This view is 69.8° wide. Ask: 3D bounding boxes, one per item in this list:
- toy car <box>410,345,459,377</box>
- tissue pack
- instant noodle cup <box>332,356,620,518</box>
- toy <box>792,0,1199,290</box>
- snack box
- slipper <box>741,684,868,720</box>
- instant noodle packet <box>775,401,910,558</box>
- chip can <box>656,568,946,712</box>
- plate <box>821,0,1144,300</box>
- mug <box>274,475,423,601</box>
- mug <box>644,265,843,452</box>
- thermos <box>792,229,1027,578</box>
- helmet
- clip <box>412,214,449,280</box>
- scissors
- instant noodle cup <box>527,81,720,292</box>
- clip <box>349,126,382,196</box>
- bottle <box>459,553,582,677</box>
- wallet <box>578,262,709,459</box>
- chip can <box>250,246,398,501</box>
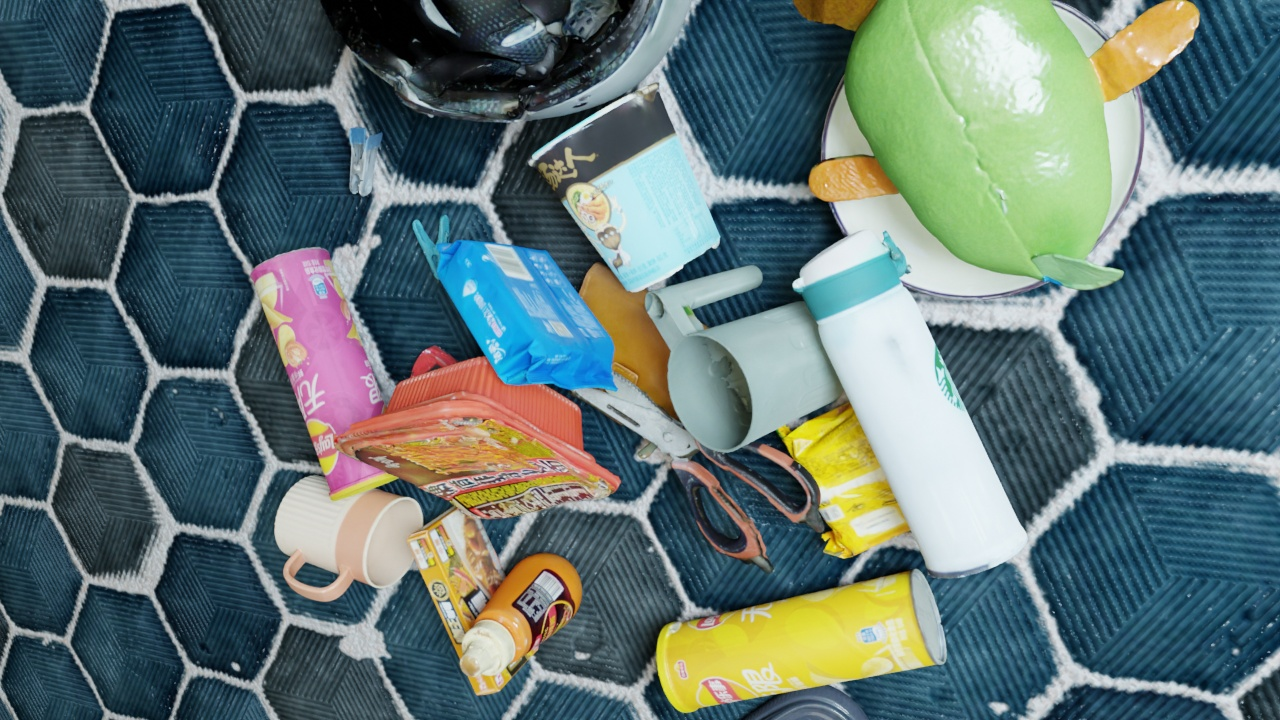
[{"bbox_3d":[-0.191,0.038,0.810,0.049,0.031,0.106,39,116,10],"label":"toy car"},{"bbox_3d":[-0.086,-0.032,0.690,0.052,0.094,0.157,-51,59,26],"label":"tissue pack"},{"bbox_3d":[-0.126,0.061,0.724,0.165,0.188,0.079,-14,58,33],"label":"instant noodle cup"},{"bbox_3d":[0.190,-0.148,0.526,0.228,0.089,0.247,-19,106,43],"label":"toy"},{"bbox_3d":[-0.147,0.207,0.810,0.026,0.075,0.154,-21,95,25],"label":"snack box"},{"bbox_3d":[0.080,0.372,0.759,0.110,0.083,0.269,43,113,9],"label":"slipper"},{"bbox_3d":[0.173,0.075,0.664,0.129,0.044,0.110,-26,87,22],"label":"instant noodle packet"},{"bbox_3d":[0.120,0.219,0.708,0.214,0.071,0.072,-20,95,24],"label":"chip can"},{"bbox_3d":[0.217,-0.136,0.595,0.193,0.039,0.192,6,106,20],"label":"plate"},{"bbox_3d":[-0.273,0.164,0.832,0.106,0.114,0.082,11,135,21],"label":"mug"},{"bbox_3d":[0.074,-0.008,0.642,0.124,0.103,0.084,60,144,15],"label":"mug"},{"bbox_3d":[0.174,0.024,0.596,0.073,0.073,0.224,-25,91,25],"label":"thermos"},{"bbox_3d":[-0.073,-0.273,0.614,0.274,0.156,0.230,19,109,29],"label":"helmet"},{"bbox_3d":[-0.174,-0.095,0.778,0.033,0.013,0.054,-4,100,24],"label":"clip"},{"bbox_3d":[0.034,0.077,0.699,0.202,0.015,0.206,-8,102,30],"label":"scissors"},{"bbox_3d":[-0.003,-0.118,0.657,0.111,0.111,0.120,-26,100,25],"label":"instant noodle cup"},{"bbox_3d":[-0.235,-0.167,0.778,0.042,0.026,0.058,18,110,9],"label":"clip"},{"bbox_3d":[-0.102,0.213,0.752,0.067,0.149,0.067,6,105,20],"label":"bottle"},{"bbox_3d":[-0.004,0.004,0.727,0.131,0.035,0.119,31,110,15],"label":"wallet"},{"bbox_3d":[-0.269,0.012,0.797,0.072,0.071,0.210,-23,86,25],"label":"chip can"}]
